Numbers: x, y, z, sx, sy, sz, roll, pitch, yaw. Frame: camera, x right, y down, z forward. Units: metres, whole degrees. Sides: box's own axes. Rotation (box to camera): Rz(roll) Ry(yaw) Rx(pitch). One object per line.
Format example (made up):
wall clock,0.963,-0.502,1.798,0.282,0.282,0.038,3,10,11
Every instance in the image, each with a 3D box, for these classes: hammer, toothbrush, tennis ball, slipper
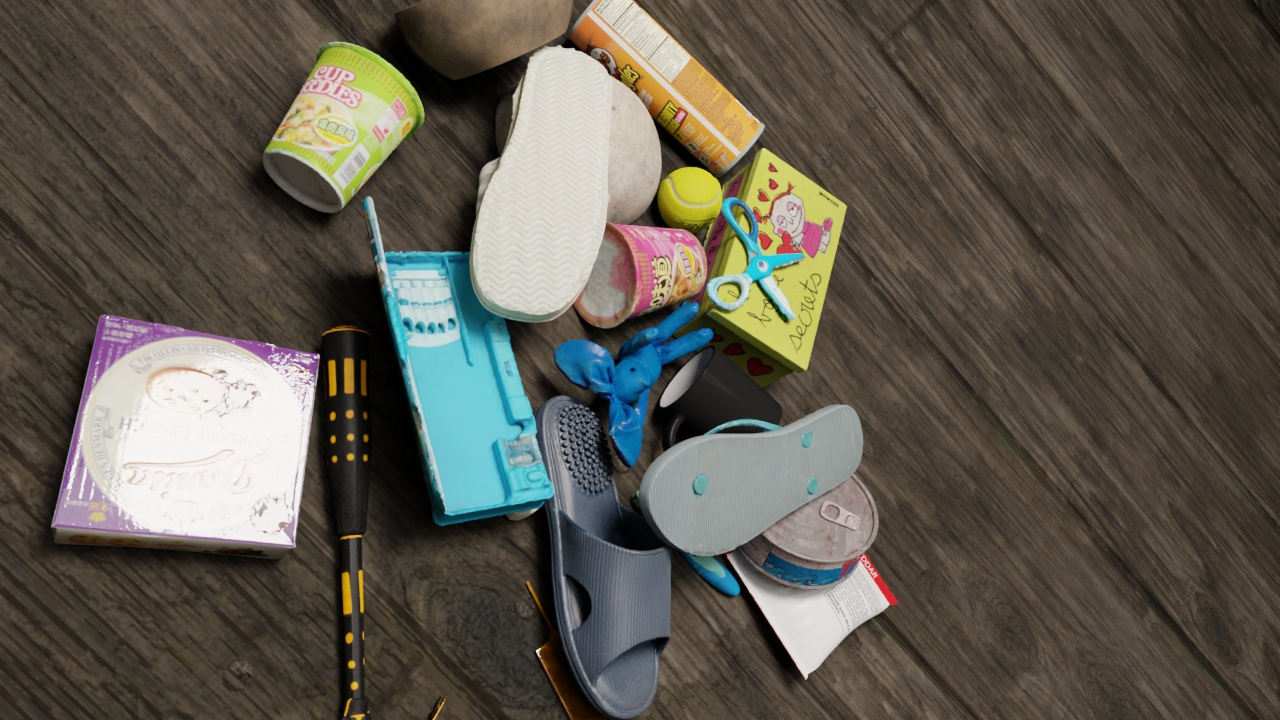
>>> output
hammer,-0.207,0.128,0.666,0.123,0.036,0.320,5,70,-32
toothbrush,0.041,0.164,0.820,0.135,0.017,0.022,46,53,-11
tennis ball,0.050,-0.163,0.931,0.065,0.066,0.065,13,64,-28
slipper,-0.080,-0.154,0.787,0.114,0.054,0.272,13,66,-7
slipper,-0.017,0.145,0.736,0.101,0.083,0.263,9,61,-52
slipper,0.094,0.099,0.787,0.268,0.055,0.098,-10,97,-39

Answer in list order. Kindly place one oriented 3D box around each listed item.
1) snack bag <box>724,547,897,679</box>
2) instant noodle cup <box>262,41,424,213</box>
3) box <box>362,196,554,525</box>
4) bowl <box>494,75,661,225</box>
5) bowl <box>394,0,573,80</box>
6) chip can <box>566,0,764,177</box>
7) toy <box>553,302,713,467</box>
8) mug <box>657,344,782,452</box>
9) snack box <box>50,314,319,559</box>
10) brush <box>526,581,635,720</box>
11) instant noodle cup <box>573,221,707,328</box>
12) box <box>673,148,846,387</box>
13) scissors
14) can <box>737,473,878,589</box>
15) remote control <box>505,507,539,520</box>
snack bag,0.165,0.204,0.863,0.143,0.039,0.130,-24,75,-37
instant noodle cup,-0.244,-0.182,0.739,0.099,0.099,0.107,34,63,-16
box,-0.158,0.007,0.702,0.169,0.086,0.227,23,44,-61
bowl,-0.045,-0.219,0.886,0.178,0.081,0.178,14,62,-29
bowl,-0.133,-0.310,0.828,0.161,0.162,0.070,-44,121,-37
chip can,0.028,-0.293,0.966,0.215,0.075,0.075,41,54,-12
toy,-0.005,0.005,0.807,0.113,0.071,0.175,57,46,-13
mug,0.065,0.056,0.842,0.088,0.078,0.113,41,62,-11
snack box,-0.304,0.055,0.627,0.143,0.041,0.147,12,64,-28
brush,-0.055,0.235,0.725,0.048,0.017,0.126,-25,85,-37
instant noodle cup,0.001,-0.085,0.856,0.108,0.098,0.097,-13,77,-44
box,0.126,-0.093,0.941,0.124,0.083,0.220,33,55,-17
scissors,0.106,-0.096,0.875,0.133,0.011,0.139,-17,79,-33
can,0.148,0.142,0.841,0.130,0.044,0.129,8,42,-8
remote control,-0.124,0.073,0.751,0.038,0.018,0.125,-34,89,-38
